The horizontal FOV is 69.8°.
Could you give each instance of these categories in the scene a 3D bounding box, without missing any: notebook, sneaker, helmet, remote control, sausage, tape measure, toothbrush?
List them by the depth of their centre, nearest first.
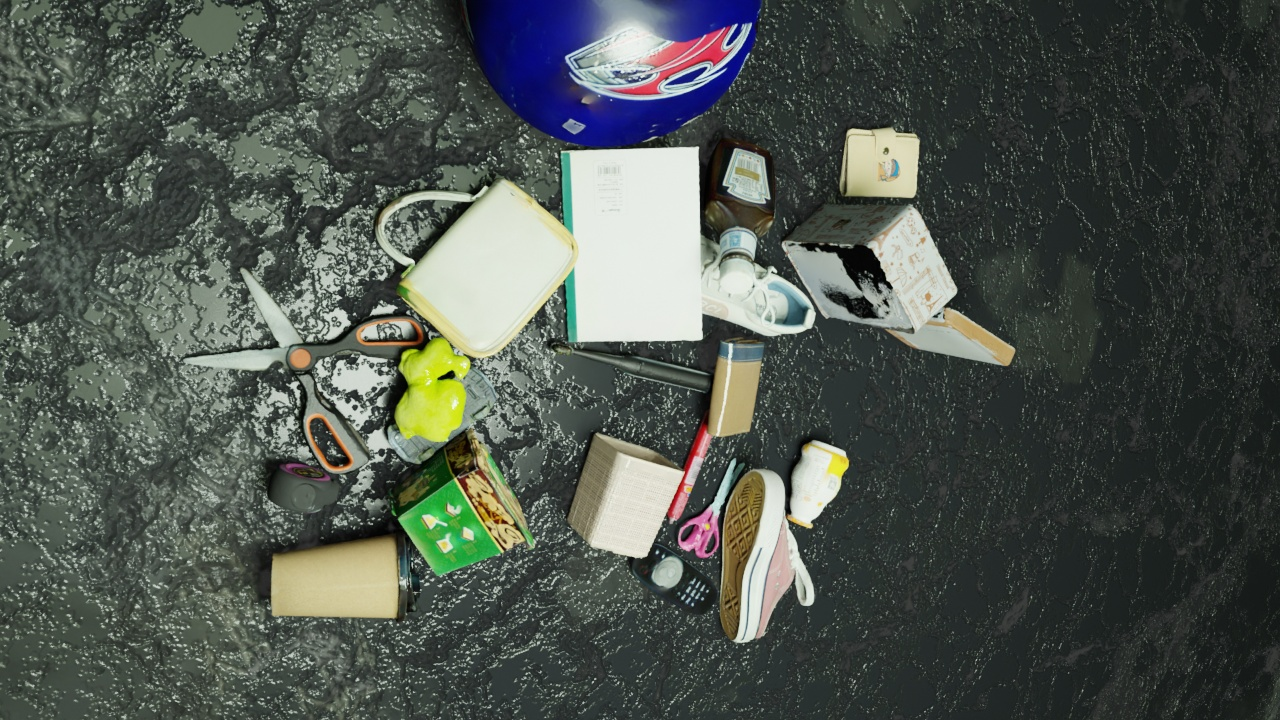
[{"bbox_3d":[-0.004,-0.333,0.860,0.315,0.248,0.240,-25,92,-15],"label":"helmet"},{"bbox_3d":[-0.332,0.126,0.894,0.058,0.057,0.039,20,94,12],"label":"tape measure"},{"bbox_3d":[-0.009,-0.124,1.000,0.150,0.012,0.209,-1,101,1],"label":"notebook"},{"bbox_3d":[-0.006,0.006,1.053,0.212,0.027,0.026,13,100,-29],"label":"toothbrush"},{"bbox_3d":[0.100,-0.087,1.054,0.242,0.091,0.089,23,88,-28],"label":"sneaker"},{"bbox_3d":[0.064,0.126,1.117,0.020,0.020,0.156,22,89,-29],"label":"sausage"},{"bbox_3d":[0.040,0.268,1.129,0.136,0.024,0.053,40,83,-26],"label":"remote control"},{"bbox_3d":[0.157,0.241,1.137,0.087,0.118,0.241,-4,113,-20],"label":"sneaker"}]

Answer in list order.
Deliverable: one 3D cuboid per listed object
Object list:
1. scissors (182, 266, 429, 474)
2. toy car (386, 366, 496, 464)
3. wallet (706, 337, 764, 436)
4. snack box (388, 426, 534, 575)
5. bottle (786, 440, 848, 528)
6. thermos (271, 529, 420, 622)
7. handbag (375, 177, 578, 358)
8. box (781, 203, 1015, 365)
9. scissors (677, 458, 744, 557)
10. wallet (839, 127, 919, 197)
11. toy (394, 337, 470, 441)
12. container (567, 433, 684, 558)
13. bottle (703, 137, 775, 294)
[{"bbox_3d":[-0.316,0.008,0.902,0.234,0.022,0.221,-15,101,-24],"label":"scissors"},{"bbox_3d":[-0.207,0.056,0.956,0.120,0.037,0.054,-39,107,-5],"label":"toy car"},{"bbox_3d":[0.114,0.031,1.103,0.090,0.033,0.115,-5,104,-57],"label":"wallet"},{"bbox_3d":[-0.188,0.153,0.951,0.105,0.118,0.117,-30,112,-6],"label":"snack box"},{"bbox_3d":[0.223,0.159,1.179,0.063,0.063,0.108,22,89,-29],"label":"bottle"},{"bbox_3d":[-0.292,0.219,0.919,0.143,0.093,0.093,-1,100,-19],"label":"thermos"},{"bbox_3d":[-0.175,-0.110,0.936,0.178,0.063,0.163,43,79,-12],"label":"handbag"},{"bbox_3d":[0.315,-0.074,1.115,0.110,0.179,0.259,-43,115,-14],"label":"box"},{"bbox_3d":[0.100,0.186,1.151,0.073,0.017,0.137,43,75,-32],"label":"scissors"},{"bbox_3d":[0.306,-0.252,1.165,0.115,0.024,0.087,-4,100,-25],"label":"wallet"},{"bbox_3d":[-0.207,0.033,0.915,0.097,0.031,0.100,-22,93,10],"label":"toy"},{"bbox_3d":[-0.021,0.155,1.041,0.090,0.090,0.111,19,93,-29],"label":"container"},{"bbox_3d":[0.108,-0.159,1.007,0.080,0.044,0.194,14,56,-11],"label":"bottle"}]
